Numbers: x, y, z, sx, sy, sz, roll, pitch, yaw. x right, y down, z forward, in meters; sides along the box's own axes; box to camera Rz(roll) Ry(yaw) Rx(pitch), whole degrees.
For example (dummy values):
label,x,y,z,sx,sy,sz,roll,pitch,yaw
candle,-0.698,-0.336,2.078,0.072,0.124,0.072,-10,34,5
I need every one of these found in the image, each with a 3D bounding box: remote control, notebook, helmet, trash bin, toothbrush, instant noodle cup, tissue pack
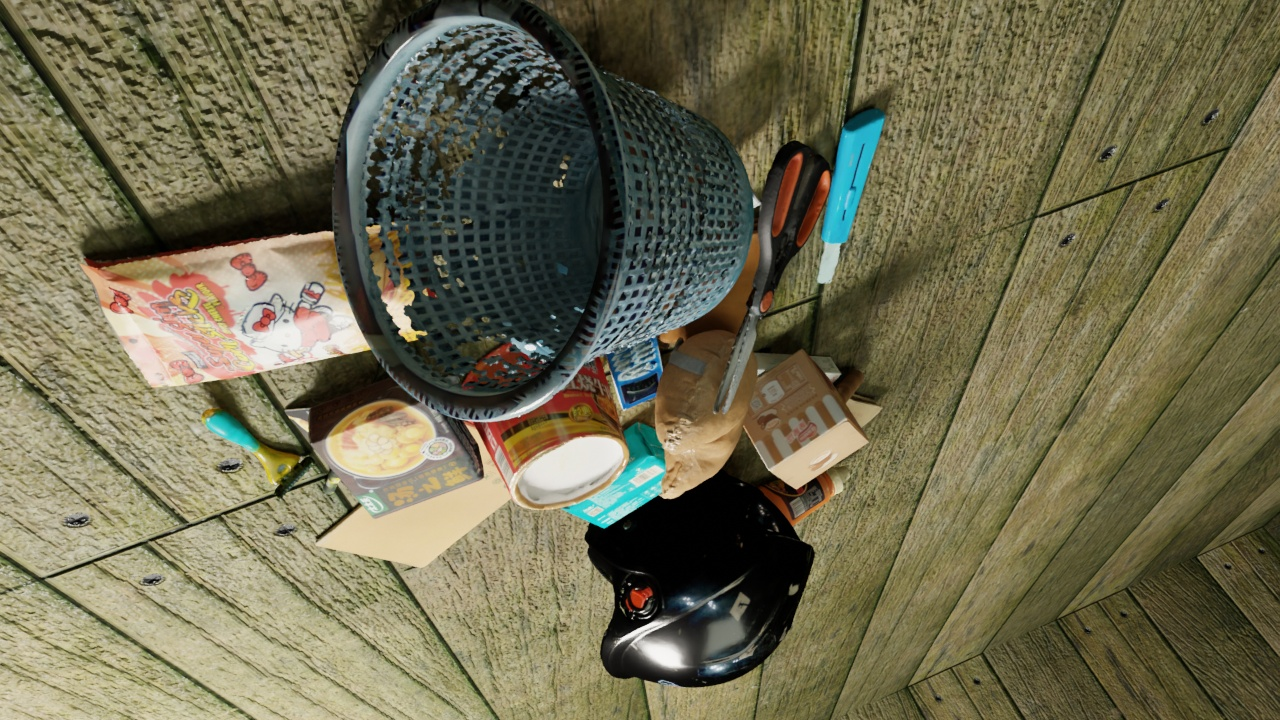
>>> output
label,x,y,z,sx,sy,sz,roll,pitch,yaw
remote control,-0.005,0.005,0.860,0.049,0.024,0.125,-22,148,-6
notebook,-0.202,0.141,0.925,0.208,0.008,0.147,-38,144,17
helmet,0.070,0.263,1.074,0.233,0.230,0.274,37,73,-53
trash bin,-0.041,-0.087,0.563,0.194,0.226,0.227,-9,146,-52
toothbrush,-0.239,0.056,0.785,0.017,0.012,0.186,-7,143,-44
instant noodle cup,-0.080,0.059,0.809,0.137,0.108,0.138,-17,145,-13
tissue pack,-0.024,0.126,0.986,0.133,0.050,0.093,-34,147,11

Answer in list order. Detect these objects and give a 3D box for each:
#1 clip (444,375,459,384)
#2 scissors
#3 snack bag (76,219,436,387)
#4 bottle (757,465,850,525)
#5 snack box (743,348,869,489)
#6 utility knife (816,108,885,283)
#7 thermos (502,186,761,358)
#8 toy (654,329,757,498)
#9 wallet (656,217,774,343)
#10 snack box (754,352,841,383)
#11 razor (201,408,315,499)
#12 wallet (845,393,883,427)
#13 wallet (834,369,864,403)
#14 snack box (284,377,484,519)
label,x,y,z,sx,sy,sz,roll,pitch,yaw
clip,-0.170,0.036,0.802,0.024,0.026,0.056,-4,153,-26
scissors,0.092,-0.066,0.731,0.233,0.022,0.161,-60,150,-12
snack bag,-0.245,-0.038,0.622,0.207,0.073,0.129,-12,144,-8
bottle,0.211,0.175,1.202,0.149,0.066,0.067,-23,147,-17
snack box,0.161,0.061,0.933,0.093,0.094,0.077,-36,145,13
utility knife,0.178,-0.133,0.805,0.034,0.018,0.204,-19,147,-13
thermos,-0.014,-0.082,0.705,0.221,0.070,0.070,-35,145,14
toy,0.057,0.060,0.872,0.143,0.082,0.226,-50,160,-24
wallet,0.077,-0.071,0.809,0.107,0.031,0.132,-8,143,-22
snack box,0.134,0.030,0.984,0.156,0.027,0.085,4,136,-36
razor,-0.313,0.068,0.737,0.043,0.028,0.133,-46,152,-13
wallet,0.236,0.084,1.128,0.087,0.024,0.115,17,126,-39
wallet,0.198,0.064,1.037,0.116,0.020,0.101,-49,172,34
snack box,-0.210,0.071,0.762,0.125,0.053,0.113,-22,135,0
